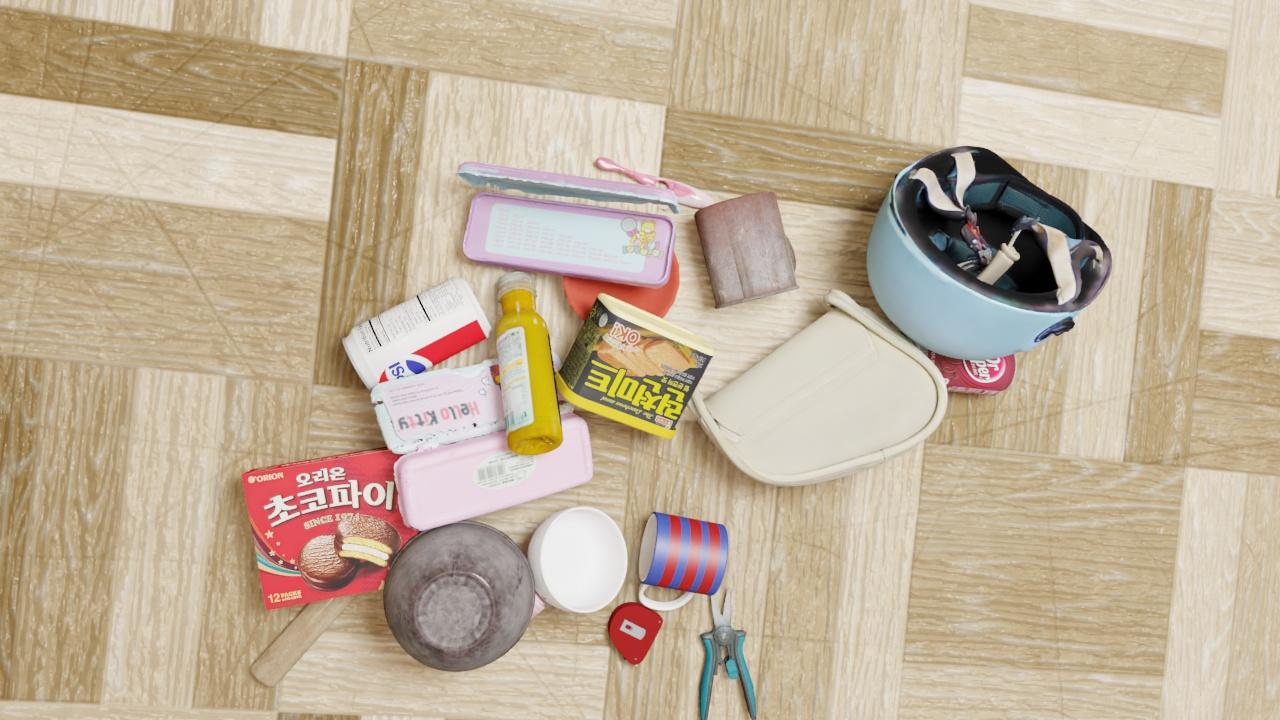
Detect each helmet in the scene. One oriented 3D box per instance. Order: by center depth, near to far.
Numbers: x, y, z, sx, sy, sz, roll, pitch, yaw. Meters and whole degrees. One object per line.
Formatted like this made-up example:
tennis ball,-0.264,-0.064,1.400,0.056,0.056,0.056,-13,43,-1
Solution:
helmet,0.333,-0.092,0.927,0.264,0.167,0.225,-21,60,-42

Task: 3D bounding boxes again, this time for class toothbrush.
toothbrush,0.015,-0.189,0.976,0.135,0.016,0.021,19,88,-11

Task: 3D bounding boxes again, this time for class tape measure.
tape measure,-0.010,0.289,0.976,0.051,0.019,0.059,29,86,-9

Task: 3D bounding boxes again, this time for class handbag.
handbag,0.185,0.046,0.969,0.229,0.132,0.184,-33,78,2

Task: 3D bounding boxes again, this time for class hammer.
hammer,-0.270,0.197,0.935,0.119,0.031,0.331,42,87,-7

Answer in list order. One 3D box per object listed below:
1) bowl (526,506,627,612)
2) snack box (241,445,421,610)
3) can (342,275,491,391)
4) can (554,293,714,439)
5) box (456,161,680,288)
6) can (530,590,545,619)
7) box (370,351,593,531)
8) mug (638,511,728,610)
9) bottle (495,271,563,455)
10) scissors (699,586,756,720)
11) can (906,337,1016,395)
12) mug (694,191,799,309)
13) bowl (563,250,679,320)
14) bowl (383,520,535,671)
bowl,-0.070,0.204,0.938,0.104,0.054,0.104,10,72,-35
snack box,-0.295,0.160,0.897,0.152,0.036,0.132,-9,93,-7
can,-0.221,-0.026,0.912,0.132,0.070,0.070,-28,95,-8
can,-0.005,0.005,0.921,0.130,0.072,0.101,22,103,-26
box,-0.072,-0.134,0.889,0.214,0.092,0.089,9,83,6
can,-0.145,0.246,0.930,0.076,0.067,0.067,-37,96,-6
box,-0.148,0.073,0.901,0.201,0.059,0.155,-13,89,-29
mug,0.039,0.217,0.963,0.076,0.075,0.112,12,114,-9
bottle,-0.113,-0.001,0.903,0.053,0.053,0.186,-6,62,-9
scissors,0.091,0.329,0.993,0.120,0.019,0.150,-40,91,-3
can,0.346,0.003,1.007,0.114,0.063,0.063,5,90,-9
mug,0.121,-0.117,0.965,0.122,0.096,0.110,-16,98,-45
bowl,-0.022,-0.087,0.961,0.122,0.035,0.122,0,91,-9
bowl,-0.171,0.227,0.858,0.145,0.067,0.145,0,89,-6
